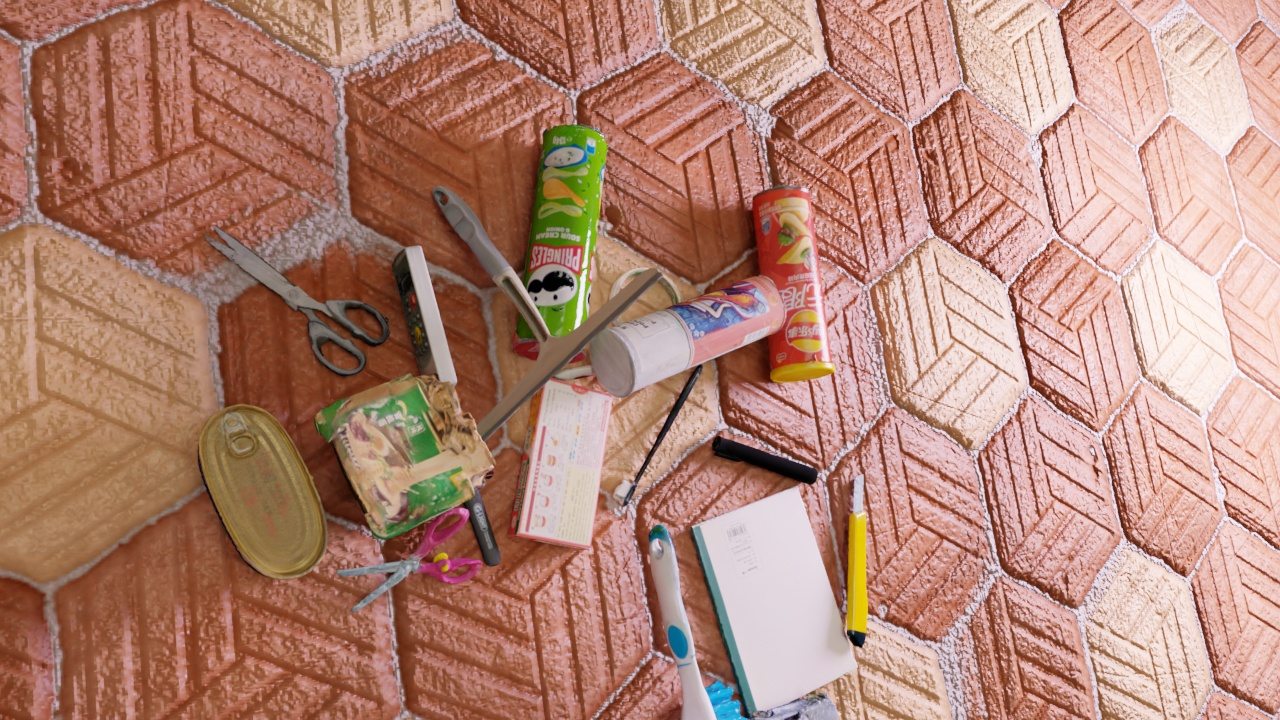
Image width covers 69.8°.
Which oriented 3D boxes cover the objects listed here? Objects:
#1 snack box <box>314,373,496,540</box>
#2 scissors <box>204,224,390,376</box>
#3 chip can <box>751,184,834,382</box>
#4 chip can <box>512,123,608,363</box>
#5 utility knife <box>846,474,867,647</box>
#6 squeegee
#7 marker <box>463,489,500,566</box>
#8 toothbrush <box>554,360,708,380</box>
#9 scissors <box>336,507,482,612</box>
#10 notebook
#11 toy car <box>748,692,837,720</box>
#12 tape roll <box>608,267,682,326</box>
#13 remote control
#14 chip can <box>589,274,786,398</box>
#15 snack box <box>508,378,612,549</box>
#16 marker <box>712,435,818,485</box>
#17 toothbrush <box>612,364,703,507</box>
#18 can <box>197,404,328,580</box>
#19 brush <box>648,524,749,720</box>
[{"bbox_3d":[-0.202,0.090,0.776,0.117,0.106,0.118,-23,77,-30],"label":"snack box"},{"bbox_3d":[-0.309,-0.050,0.811,0.173,0.014,0.140,5,75,-27],"label":"scissors"},{"bbox_3d":[0.173,-0.086,1.043,0.073,0.073,0.216,2,77,-28],"label":"chip can"},{"bbox_3d":[-0.078,-0.118,0.917,0.072,0.072,0.235,13,72,-25],"label":"chip can"},{"bbox_3d":[0.245,0.223,1.039,0.033,0.015,0.196,27,61,-41],"label":"utility knife"},{"bbox_3d":[-0.129,-0.075,0.859,0.246,0.247,0.039,53,14,25],"label":"squeegee"},{"bbox_3d":[-0.155,0.132,0.850,0.018,0.015,0.124,-19,89,-26],"label":"marker"},{"bbox_3d":[-0.006,0.006,0.960,0.187,0.016,0.017,-10,93,-30],"label":"toothbrush"},{"bbox_3d":[-0.193,0.170,0.789,0.133,0.124,0.017,3,32,-36],"label":"scissors"},{"bbox_3d":[0.144,0.255,0.981,0.150,0.012,0.209,-15,85,-30],"label":"notebook"},{"bbox_3d":[0.155,0.381,0.938,0.120,0.037,0.054,-5,96,-32],"label":"toy car"},{"bbox_3d":[0.007,-0.057,0.981,0.085,0.014,0.085,7,75,-27],"label":"tape roll"},{"bbox_3d":[-0.199,-0.034,0.841,0.019,0.056,0.135,-13,85,-29],"label":"remote control"},{"bbox_3d":[0.054,-0.029,0.950,0.214,0.071,0.071,-21,88,-34],"label":"chip can"},{"bbox_3d":[-0.075,0.100,0.892,0.077,0.027,0.155,17,71,-24],"label":"snack box"},{"bbox_3d":[0.138,0.111,1.008,0.132,0.020,0.022,20,59,-22],"label":"marker"},{"bbox_3d":[0.021,0.073,0.956,0.018,0.016,0.180,36,66,-6],"label":"toothbrush"},{"bbox_3d":[-0.310,0.109,0.752,0.074,0.049,0.148,-26,91,-31],"label":"can"},{"bbox_3d":[0.057,0.315,0.875,0.109,0.061,0.314,19,61,-58],"label":"brush"}]
